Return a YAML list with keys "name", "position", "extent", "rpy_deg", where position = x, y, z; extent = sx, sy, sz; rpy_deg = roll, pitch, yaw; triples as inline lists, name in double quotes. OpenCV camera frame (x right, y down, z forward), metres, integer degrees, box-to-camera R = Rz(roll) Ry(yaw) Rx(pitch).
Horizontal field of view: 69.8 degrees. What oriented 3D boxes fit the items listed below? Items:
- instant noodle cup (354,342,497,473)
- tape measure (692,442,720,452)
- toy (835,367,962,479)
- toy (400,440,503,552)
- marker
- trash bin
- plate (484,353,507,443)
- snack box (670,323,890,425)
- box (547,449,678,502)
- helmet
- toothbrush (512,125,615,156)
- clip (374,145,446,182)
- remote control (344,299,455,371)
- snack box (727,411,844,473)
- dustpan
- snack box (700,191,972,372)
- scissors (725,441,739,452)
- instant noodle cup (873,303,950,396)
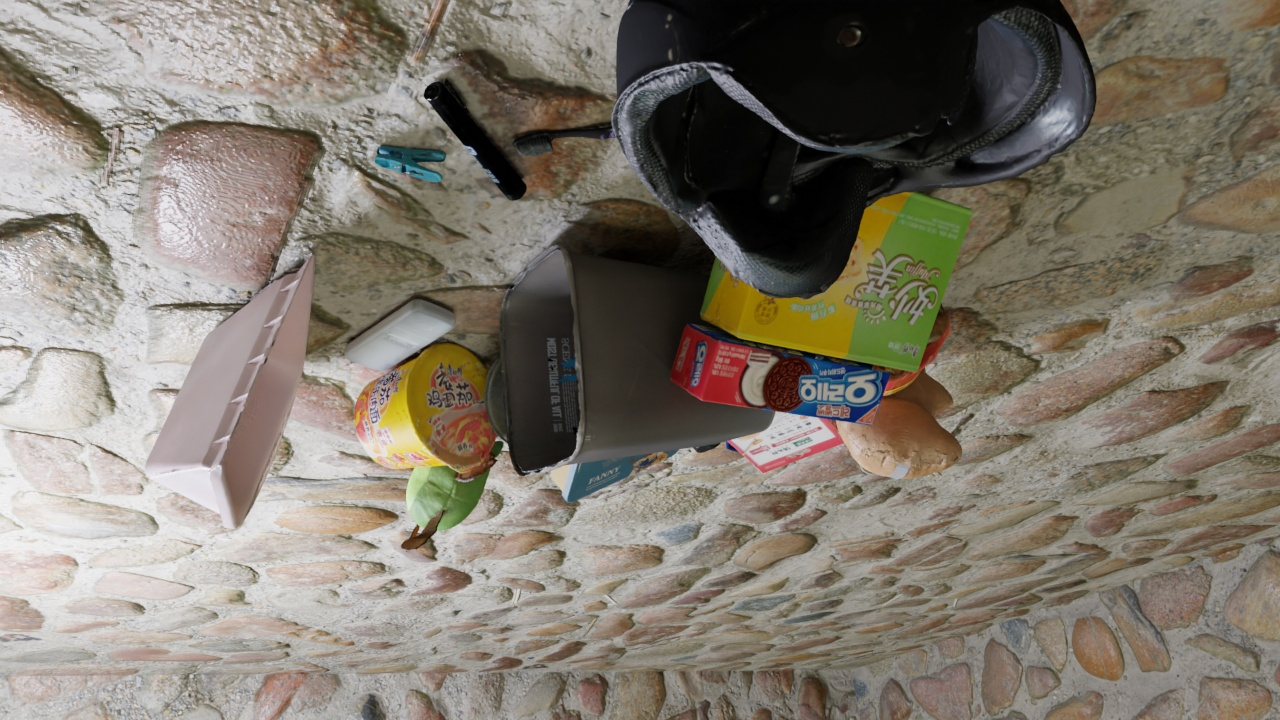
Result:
- name: "instant noodle cup"
  position: [-0.242, 0.060, 1.024]
  extent: [0.110, 0.137, 0.138]
  rpy_deg: [-16, 151, 32]
- name: "tape measure"
  position: [0.084, 0.090, 1.219]
  extent: [0.057, 0.057, 0.039]
  rpy_deg: [-35, 156, -13]
- name: "toy"
  position: [0.289, 0.046, 1.060]
  extent: [0.143, 0.225, 0.083]
  rpy_deg: [15, 127, 0]
- name: "toy"
  position: [-0.232, 0.142, 1.128]
  extent: [0.090, 0.227, 0.246]
  rpy_deg: [34, -177, -10]
- name: "marker"
  position: [-0.128, -0.172, 0.729]
  extent: [0.022, 0.020, 0.132]
  rpy_deg: [-40, 146, 0]
- name: "trash bin"
  position: [-0.005, 0.005, 0.898]
  extent: [0.219, 0.199, 0.199]
  rpy_deg: [0, 168, -27]
- name: "plate"
  position: [-0.083, 0.037, 1.024]
  extent: [0.179, 0.024, 0.180]
  rpy_deg: [-9, 119, -16]
- name: "snack box"
  position: [0.131, 0.014, 0.830]
  extent: [0.207, 0.058, 0.057]
  rpy_deg: [9, -167, -31]
- name: "box"
  position: [-0.028, 0.090, 1.023]
  extent: [0.183, 0.059, 0.090]
  rpy_deg: [-24, 146, -34]
- name: "helmet"
  position: [0.118, -0.178, 0.548]
  extent: [0.274, 0.230, 0.234]
  rpy_deg: [-4, 166, -3]
- name: "toothbrush"
  position: [-0.009, -0.184, 0.735]
  extent: [0.189, 0.016, 0.014]
  rpy_deg: [-8, 152, 0]
- name: "clip"
  position: [-0.185, -0.159, 0.737]
  extent: [0.055, 0.038, 0.013]
  rpy_deg: [7, 147, -10]
- name: "remote control"
  position: [-0.256, -0.026, 0.972]
  extent: [0.136, 0.020, 0.055]
  rpy_deg: [-27, 145, 34]
- name: "snack box"
  position: [0.162, 0.071, 1.070]
  extent: [0.113, 0.044, 0.127]
  rpy_deg: [-24, 140, 22]
- name: "dustpan"
  position: [-0.360, 0.049, 0.898]
  extent: [0.274, 0.222, 0.138]
  rpy_deg: [-15, 141, 42]
- name: "snack box"
  position: [0.173, -0.085, 0.809]
  extent: [0.209, 0.158, 0.070]
  rpy_deg: [10, -167, -27]
- name: "scissors"
  position: [0.109, 0.087, 1.144]
  extent: [0.163, 0.012, 0.176]
  rpy_deg: [-18, 150, 26]
- name: "instant noodle cup"
  position: [0.247, -0.027, 0.966]
  extent: [0.138, 0.137, 0.108]
  rpy_deg: [-12, 160, 10]
